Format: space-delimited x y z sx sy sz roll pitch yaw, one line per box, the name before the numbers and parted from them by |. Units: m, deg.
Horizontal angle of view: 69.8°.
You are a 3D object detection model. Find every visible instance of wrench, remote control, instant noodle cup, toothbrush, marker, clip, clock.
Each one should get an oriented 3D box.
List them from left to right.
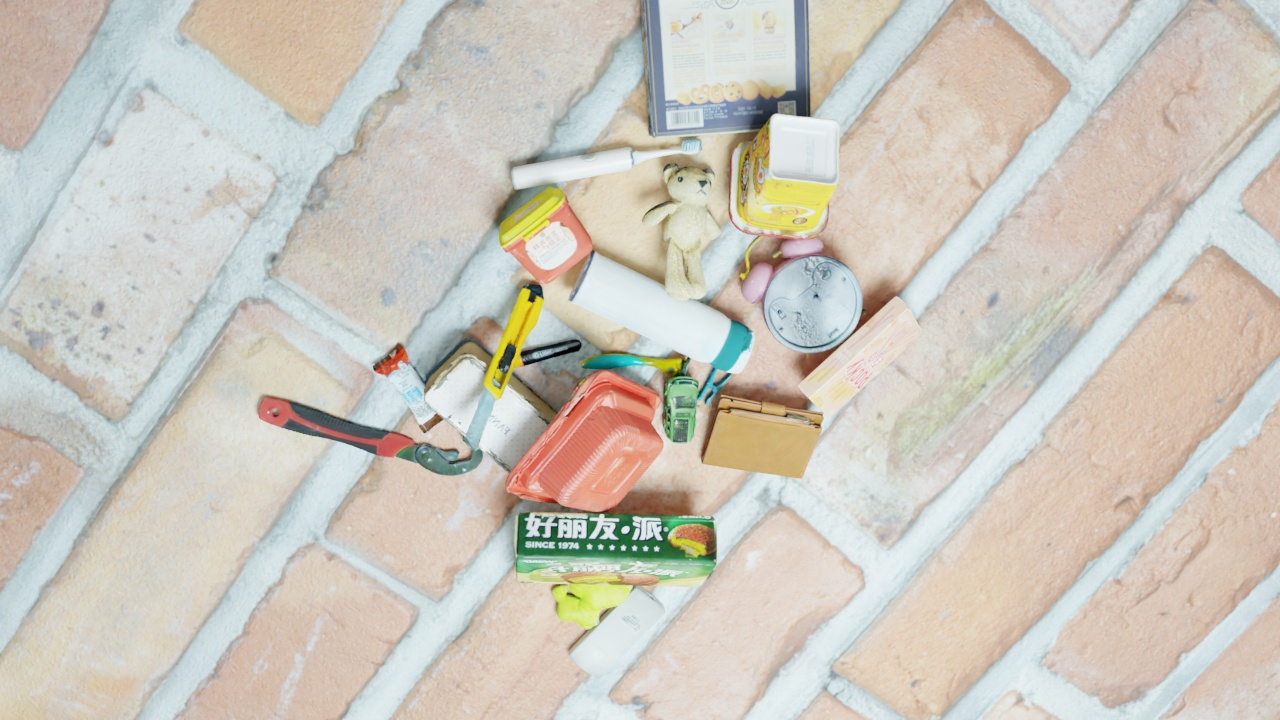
wrench | -0.328 0.093 1.121 0.273 0.016 0.056 14 102 -7
marker | -0.131 -0.005 1.109 0.124 0.015 0.018 -15 105 0
instant noodle cup | -0.052 0.110 1.071 0.189 0.164 0.079 -50 60 10
toothbrush | -0.038 -0.227 1.052 0.221 0.026 0.026 -10 143 -1
remote control | -0.032 0.357 1.207 0.056 0.019 0.135 41 98 -12
clip | 0.090 0.030 1.134 0.041 0.014 0.056 34 99 -10
instant noodle cup | 0.163 -0.204 1.005 0.116 0.124 0.116 5 77 -6
clock | 0.187 -0.086 1.087 0.117 0.059 0.158 -39 105 7

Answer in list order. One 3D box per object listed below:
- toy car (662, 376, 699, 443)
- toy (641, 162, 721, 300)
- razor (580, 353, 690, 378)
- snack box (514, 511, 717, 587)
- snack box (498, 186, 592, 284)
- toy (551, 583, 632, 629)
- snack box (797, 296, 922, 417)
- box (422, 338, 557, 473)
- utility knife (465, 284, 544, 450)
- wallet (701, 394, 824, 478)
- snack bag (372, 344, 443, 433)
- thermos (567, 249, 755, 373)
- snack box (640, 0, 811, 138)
toy car | 0.050 0.061 1.120 0.043 0.036 0.091 -1 122 -2
toy | 0.054 -0.146 1.049 0.105 0.066 0.157 3 88 -25
razor | -0.007 0.006 1.113 0.132 0.028 0.043 4 133 -8
snack box | -0.033 0.231 1.120 0.240 0.115 0.063 3 63 -6
snack box | -0.106 -0.140 1.045 0.091 0.082 0.080 -36 114 6
toy | -0.064 0.300 1.183 0.097 0.031 0.100 19 101 1
snack box | 0.266 -0.002 1.105 0.157 0.026 0.084 -44 146 7
box | -0.176 0.056 1.089 0.090 0.060 0.184 -41 109 8
utility knife | -0.153 0.003 1.047 0.033 0.015 0.216 30 65 -24
wallet | 0.149 0.096 1.132 0.132 0.031 0.108 9 127 -5
snack bag | -0.274 0.035 1.104 0.048 0.026 0.104 -37 104 1
thermos | 0.029 -0.051 1.081 0.224 0.073 0.073 25 101 -9
snack box | 0.095 -0.346 1.020 0.178 0.045 0.182 -5 105 -3
